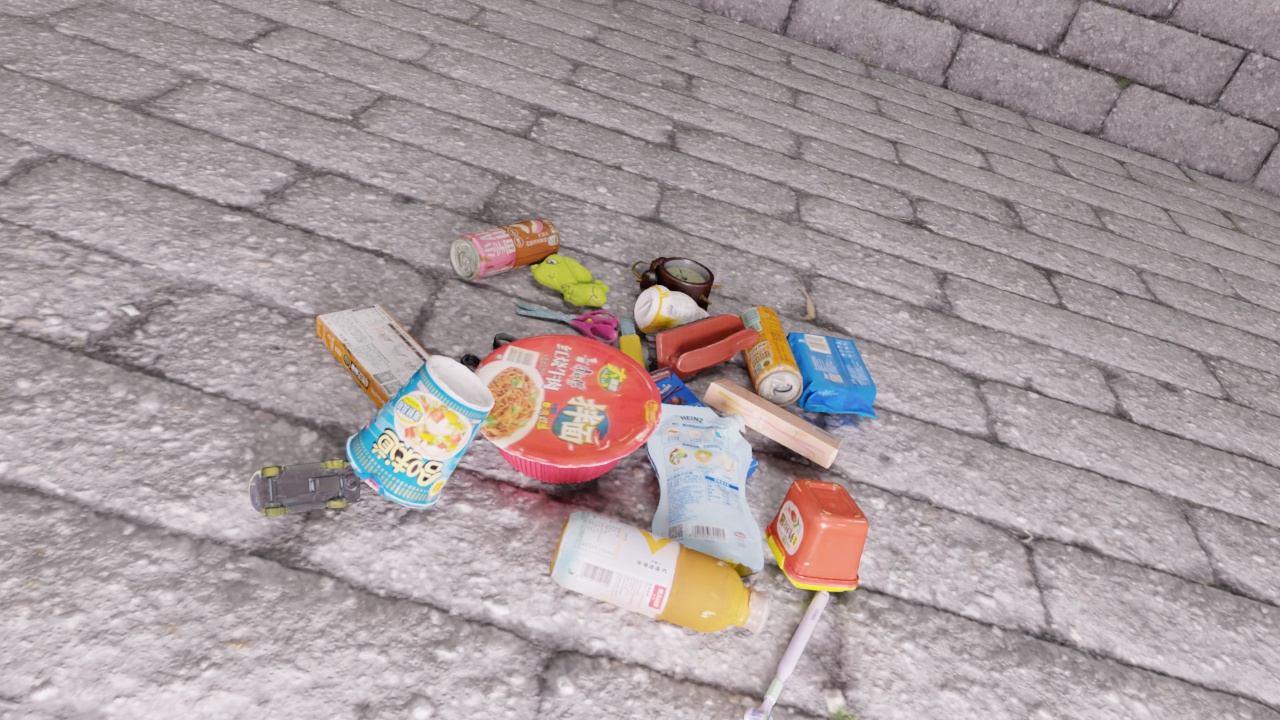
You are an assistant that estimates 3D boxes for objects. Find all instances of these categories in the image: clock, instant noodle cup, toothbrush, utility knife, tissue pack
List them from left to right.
[{"bbox_3d":[-0.188,0.058,0.810,0.099,0.110,0.099,38,13,-11],"label":"instant noodle cup"},{"bbox_3d":[-0.079,0.056,0.920,0.194,0.066,0.193,6,40,-5],"label":"instant noodle cup"},{"bbox_3d":[-0.006,0.006,1.085,0.033,0.015,0.192,11,37,-17],"label":"utility knife"},{"bbox_3d":[0.045,-0.103,1.234,0.122,0.055,0.081,23,34,9],"label":"clock"},{"bbox_3d":[0.133,0.254,0.796,0.029,0.021,0.188,38,34,8],"label":"toothbrush"},{"bbox_3d":[0.235,0.020,1.156,0.095,0.052,0.157,8,35,-12],"label":"tissue pack"}]

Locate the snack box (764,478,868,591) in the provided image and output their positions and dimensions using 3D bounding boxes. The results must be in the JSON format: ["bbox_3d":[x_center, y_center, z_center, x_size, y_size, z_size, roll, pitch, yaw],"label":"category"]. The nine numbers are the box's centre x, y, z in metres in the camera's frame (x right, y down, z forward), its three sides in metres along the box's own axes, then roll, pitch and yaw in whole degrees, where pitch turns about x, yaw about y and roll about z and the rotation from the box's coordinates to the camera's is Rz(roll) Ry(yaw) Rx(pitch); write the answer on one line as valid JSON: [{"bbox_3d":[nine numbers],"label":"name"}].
[{"bbox_3d":[0.173,0.165,0.879,0.082,0.080,0.091,9,22,-16],"label":"snack box"}]

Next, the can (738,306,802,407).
[{"bbox_3d":[0.160,-0.007,1.151,0.058,0.058,0.145,10,35,-14],"label":"can"}]

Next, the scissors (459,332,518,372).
[{"bbox_3d":[-0.120,0.025,1.012,0.170,0.014,0.159,5,39,-23],"label":"scissors"}]

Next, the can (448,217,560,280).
[{"bbox_3d":[-0.173,-0.145,1.185,0.058,0.058,0.147,38,38,26],"label":"can"}]

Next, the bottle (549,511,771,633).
[{"bbox_3d":[0.018,0.188,0.792,0.189,0.068,0.067,19,33,0],"label":"bottle"}]

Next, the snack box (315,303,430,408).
[{"bbox_3d":[-0.271,-0.004,0.963,0.075,0.026,0.154,-18,48,-42],"label":"snack box"}]

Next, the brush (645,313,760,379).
[{"bbox_3d":[0.078,-0.018,1.106,0.145,0.063,0.069,-19,23,-38],"label":"brush"}]

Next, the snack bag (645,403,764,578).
[{"bbox_3d":[0.061,0.120,0.902,0.110,0.039,0.190,1,49,-3],"label":"snack bag"}]

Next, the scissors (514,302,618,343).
[{"bbox_3d":[-0.090,-0.057,1.141,0.137,0.017,0.077,17,34,4],"label":"scissors"}]

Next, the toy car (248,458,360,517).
[{"bbox_3d":[-0.286,0.108,0.781,0.090,0.042,0.035,-4,-5,-33],"label":"toy car"}]

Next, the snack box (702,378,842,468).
[{"bbox_3d":[0.151,0.069,1.039,0.157,0.026,0.084,28,9,13],"label":"snack box"}]

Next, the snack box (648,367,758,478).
[{"bbox_3d":[0.046,0.075,0.990,0.084,0.026,0.157,-17,54,-42],"label":"snack box"}]

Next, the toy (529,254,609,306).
[{"bbox_3d":[-0.090,-0.103,1.190,0.096,0.031,0.100,-3,44,-29],"label":"toy"}]

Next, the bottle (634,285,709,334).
[{"bbox_3d":[0.048,-0.053,1.160,0.108,0.063,0.063,17,31,-29],"label":"bottle"}]
